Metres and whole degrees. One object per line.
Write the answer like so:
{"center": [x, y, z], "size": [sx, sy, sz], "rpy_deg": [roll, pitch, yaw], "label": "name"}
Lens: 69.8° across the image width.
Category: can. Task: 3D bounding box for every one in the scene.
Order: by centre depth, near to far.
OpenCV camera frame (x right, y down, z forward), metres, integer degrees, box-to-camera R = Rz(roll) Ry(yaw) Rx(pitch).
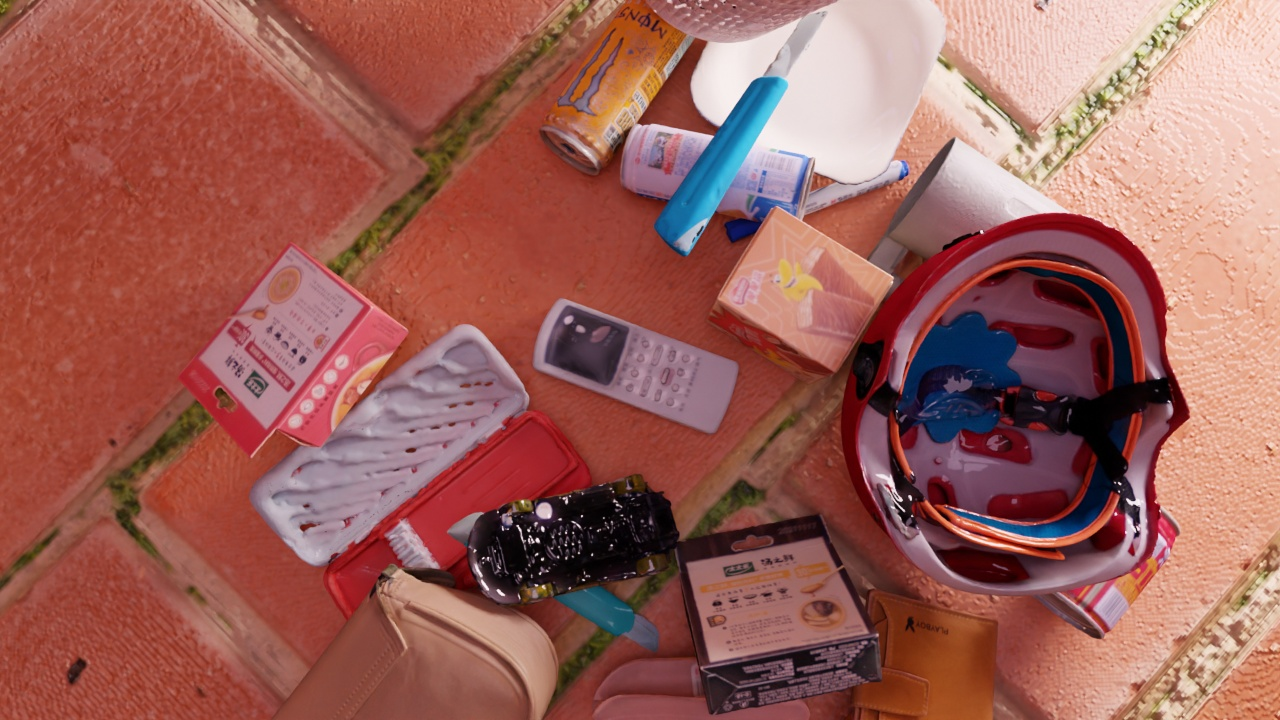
{"center": [0.321, 0.137, 0.641], "size": [0.066, 0.066, 0.093], "rpy_deg": [41, 85, 4], "label": "can"}
{"center": [0.056, -0.135, 0.668], "size": [0.135, 0.053, 0.053], "rpy_deg": [14, 83, 11], "label": "can"}
{"center": [-0.014, -0.213, 0.683], "size": [0.058, 0.058, 0.146], "rpy_deg": [33, 84, 3], "label": "can"}

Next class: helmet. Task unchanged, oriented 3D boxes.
{"center": [0.226, 0.023, 0.605], "size": [0.207, 0.144, 0.240], "rpy_deg": [3, 99, -9], "label": "helmet"}

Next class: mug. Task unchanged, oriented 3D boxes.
{"center": [0.234, -0.082, 0.667], "size": [0.103, 0.083, 0.124], "rpy_deg": [32, 111, 2], "label": "mug"}

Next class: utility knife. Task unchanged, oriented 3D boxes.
{"center": [0.072, -0.163, 0.634], "size": [0.034, 0.018, 0.208], "rpy_deg": [26, 79, 34], "label": "utility knife"}
{"center": [-0.055, 0.157, 0.642], "size": [0.178, 0.013, 0.029], "rpy_deg": [36, 73, -15], "label": "utility knife"}

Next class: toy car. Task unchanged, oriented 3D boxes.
{"center": [-0.044, 0.123, 0.626], "size": [0.157, 0.042, 0.070], "rpy_deg": [-5, 70, -30], "label": "toy car"}

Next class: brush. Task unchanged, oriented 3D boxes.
{"center": [0.039, 0.234, 0.626], "size": [0.145, 0.073, 0.063], "rpy_deg": [-1, 84, 1], "label": "brush"}

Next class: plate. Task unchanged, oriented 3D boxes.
{"center": [0.132, -0.223, 0.697], "size": [0.163, 0.034, 0.164], "rpy_deg": [26, 84, 2], "label": "plate"}

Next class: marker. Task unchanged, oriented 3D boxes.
{"center": [0.134, -0.121, 0.694], "size": [0.146, 0.017, 0.017], "rpy_deg": [-21, 84, -3], "label": "marker"}

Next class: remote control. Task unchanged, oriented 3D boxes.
{"center": [-0.004, 0.004, 0.677], "size": [0.150, 0.021, 0.058], "rpy_deg": [20, 84, 1], "label": "remote control"}

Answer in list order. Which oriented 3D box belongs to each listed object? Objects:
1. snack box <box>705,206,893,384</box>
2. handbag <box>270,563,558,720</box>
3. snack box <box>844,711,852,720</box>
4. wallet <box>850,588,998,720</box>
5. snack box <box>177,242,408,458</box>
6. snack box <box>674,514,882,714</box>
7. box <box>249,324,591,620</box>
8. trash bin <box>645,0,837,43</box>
{"center": [0.108, -0.042, 0.647], "size": [0.094, 0.093, 0.077], "rpy_deg": [32, 84, 3], "label": "snack box"}
{"center": [-0.152, 0.237, 0.606], "size": [0.148, 0.099, 0.205], "rpy_deg": [39, 101, 0], "label": "handbag"}
{"center": [0.133, 0.314, 0.622], "size": [0.155, 0.027, 0.077], "rpy_deg": [-39, 85, -19], "label": "snack box"}
{"center": [0.187, 0.232, 0.628], "size": [0.119, 0.035, 0.130], "rpy_deg": [17, 70, -14], "label": "wallet"}
{"center": [-0.243, -0.003, 0.643], "size": [0.113, 0.044, 0.127], "rpy_deg": [34, 84, 33], "label": "snack box"}
{"center": [0.088, 0.169, 0.623], "size": [0.113, 0.125, 0.053], "rpy_deg": [-10, 112, -1], "label": "snack box"}
{"center": [-0.153, 0.090, 0.654], "size": [0.201, 0.050, 0.160], "rpy_deg": [-38, 93, -4], "label": "box"}
{"center": [0.082, -0.306, 0.576], "size": [0.227, 0.192, 0.227], "rpy_deg": [1, 88, -19], "label": "trash bin"}
